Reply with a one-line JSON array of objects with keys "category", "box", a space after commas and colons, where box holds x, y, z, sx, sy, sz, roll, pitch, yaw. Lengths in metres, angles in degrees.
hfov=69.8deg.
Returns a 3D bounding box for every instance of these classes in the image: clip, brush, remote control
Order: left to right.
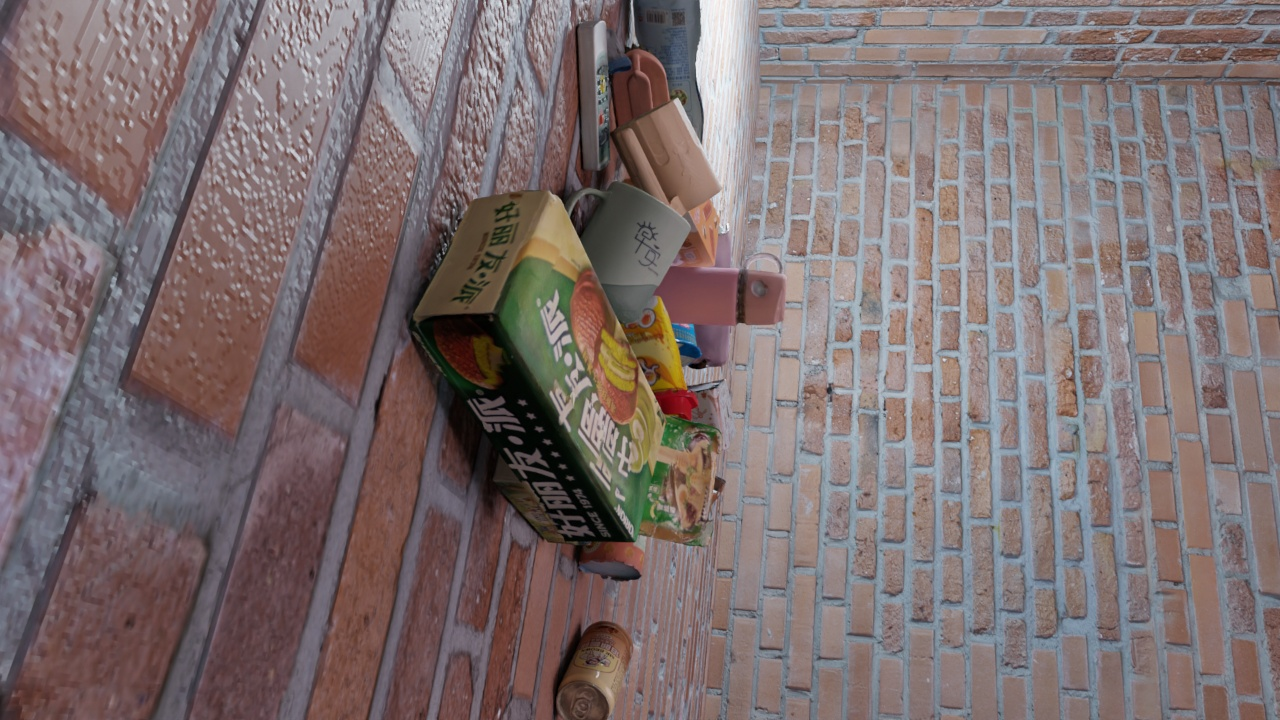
[{"category": "remote control", "box": [-0.043, -0.253, 0.876, 0.056, 0.019, 0.135, -65, 157, -65]}, {"category": "clip", "box": [-0.026, -0.305, 0.907, 0.028, 0.024, 0.056, 83, -9, -55]}, {"category": "brush", "box": [0.004, -0.275, 1.009, 0.146, 0.063, 0.073, 79, 7, -52]}]

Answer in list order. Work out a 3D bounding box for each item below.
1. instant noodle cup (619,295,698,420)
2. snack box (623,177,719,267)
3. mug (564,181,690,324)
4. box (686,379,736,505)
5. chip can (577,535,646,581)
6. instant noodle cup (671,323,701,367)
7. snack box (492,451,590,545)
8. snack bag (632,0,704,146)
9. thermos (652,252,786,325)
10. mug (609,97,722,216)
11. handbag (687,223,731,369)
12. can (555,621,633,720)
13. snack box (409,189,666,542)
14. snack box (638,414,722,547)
[{"category": "instant noodle cup", "box": [-0.006, 0.006, 0.949, 0.116, 0.116, 0.123, 48, 34, -77]}, {"category": "snack box", "box": [0.033, -0.162, 1.071, 0.094, 0.093, 0.076, 57, 34, -46]}, {"category": "mug", "box": [-0.027, -0.100, 0.821, 0.106, 0.111, 0.082, -59, -153, -2]}, {"category": "box", "box": [0.048, 0.117, 1.167, 0.181, 0.148, 0.158, -14, 92, -79]}, {"category": "chip can", "box": [-0.017, 0.129, 1.007, 0.071, 0.071, 0.214, 76, 20, -60]}, {"category": "instant noodle cup", "box": [0.024, -0.055, 1.141, 0.099, 0.099, 0.109, 69, 17, -66]}, {"category": "snack box", "box": [-0.065, 0.047, 0.780, 0.183, 0.046, 0.177, 73, 23, -64]}, {"category": "snack bag", "box": [0.032, -0.331, 1.065, 0.038, 0.110, 0.191, -29, 125, -42]}, {"category": "thermos", "box": [0.065, -0.083, 1.040, 0.067, 0.199, 0.087, 61, 32, -69]}, {"category": "mug", "box": [0.019, -0.197, 0.931, 0.103, 0.084, 0.124, 62, 28, -16]}, {"category": "handbag", "box": [0.081, -0.102, 1.310, 0.145, 0.098, 0.197, -118, -156, -65]}, {"category": "can", "box": [-0.046, 0.321, 0.944, 0.116, 0.058, 0.058, -54, 146, -72]}, {"category": "snack box", "box": [-0.055, 0.014, 0.616, 0.240, 0.063, 0.114, 65, 31, -43]}, {"category": "snack box", "box": [0.002, 0.118, 0.904, 0.106, 0.117, 0.118, -20, -123, 60]}]
